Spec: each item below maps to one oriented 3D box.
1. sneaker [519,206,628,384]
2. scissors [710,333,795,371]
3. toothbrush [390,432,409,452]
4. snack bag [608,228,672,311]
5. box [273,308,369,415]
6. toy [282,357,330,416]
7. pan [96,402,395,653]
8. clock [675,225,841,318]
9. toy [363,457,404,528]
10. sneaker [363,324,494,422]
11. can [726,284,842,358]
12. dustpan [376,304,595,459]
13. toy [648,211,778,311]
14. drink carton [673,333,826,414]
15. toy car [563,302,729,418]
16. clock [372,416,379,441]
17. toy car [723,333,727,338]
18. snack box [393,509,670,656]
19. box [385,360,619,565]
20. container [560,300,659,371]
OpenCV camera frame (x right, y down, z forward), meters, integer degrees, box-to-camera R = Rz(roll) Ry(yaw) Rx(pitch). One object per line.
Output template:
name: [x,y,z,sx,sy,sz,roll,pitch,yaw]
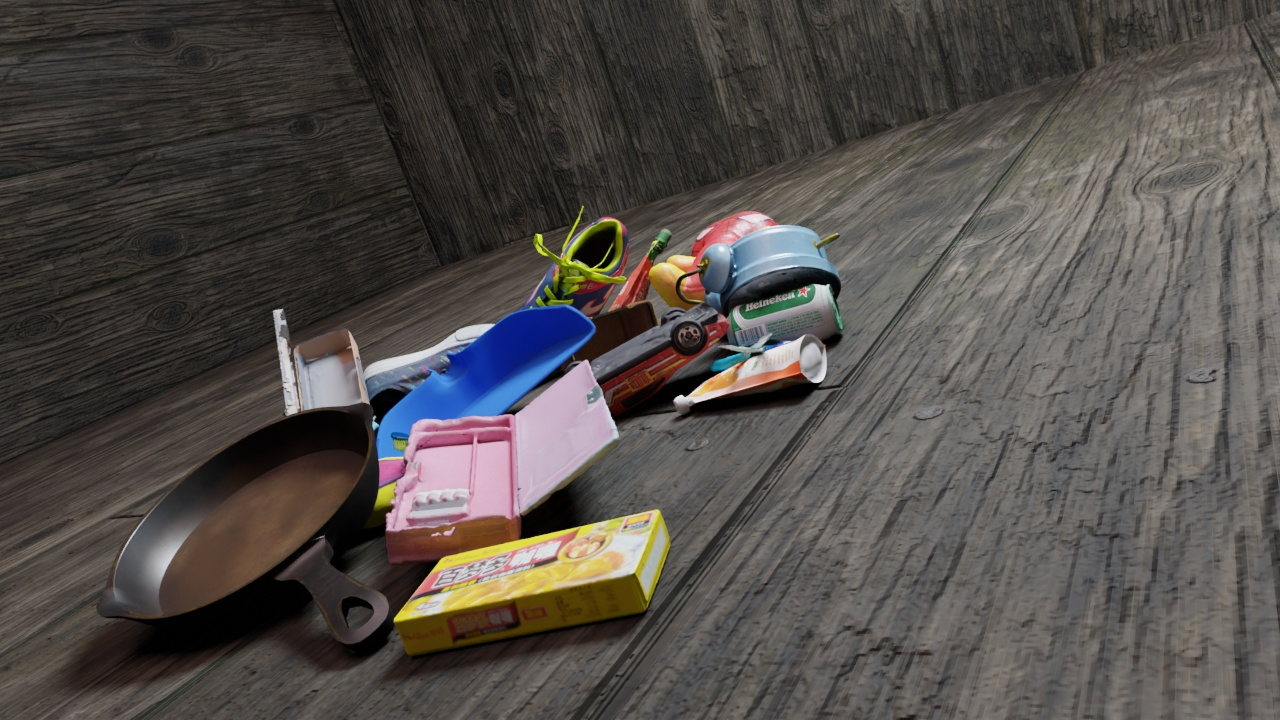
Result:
sneaker: [-0.097,-0.075,1.080,0.241,0.116,0.091,-56,-3,-21]
scissors: [0.108,-0.012,0.789,0.110,0.015,0.132,-10,-13,-6]
toothbrush: [-0.174,0.087,0.820,0.132,0.016,0.021,14,21,28]
snack bag: [0.001,-0.092,1.112,0.155,0.044,0.087,-63,-4,-14]
box: [-0.365,0.032,1.065,0.107,0.095,0.216,0,36,-26]
toy: [-0.394,0.067,1.151,0.133,0.076,0.176,-54,28,11]
pan: [-0.267,0.141,0.692,0.248,0.043,0.357,-41,35,-25]
clock: [0.115,-0.076,0.894,0.162,0.060,0.118,-9,-26,2]
toy: [-0.224,0.114,0.797,0.094,0.041,0.095,-18,22,-10]
sneaker: [-0.247,0.027,1.143,0.236,0.087,0.079,-17,42,17]
can: [0.132,-0.036,0.852,0.101,0.053,0.053,-16,14,19]
dustpan: [-0.187,0.026,0.981,0.245,0.059,0.258,-41,12,-13]
toy: [0.109,-0.119,1.119,0.148,0.099,0.215,1,23,30]
drink carton: [0.090,0.015,0.770,0.122,0.039,0.069,-18,10,34]
toy car: [-0.005,0.005,0.858,0.189,0.056,0.081,-31,15,0]
clock: [-0.296,0.091,0.914,0.042,0.087,0.123,22,6,-4]
toy car: [0.091,-0.047,0.992,0.042,0.036,0.092,-28,15,-29]
snack box: [-0.062,0.129,0.537,0.152,0.025,0.075,-16,14,17]
box: [-0.102,0.075,0.707,0.179,0.059,0.232,-21,16,-2]
container: [-0.040,-0.021,1.004,0.113,0.063,0.061,-20,8,-30]
